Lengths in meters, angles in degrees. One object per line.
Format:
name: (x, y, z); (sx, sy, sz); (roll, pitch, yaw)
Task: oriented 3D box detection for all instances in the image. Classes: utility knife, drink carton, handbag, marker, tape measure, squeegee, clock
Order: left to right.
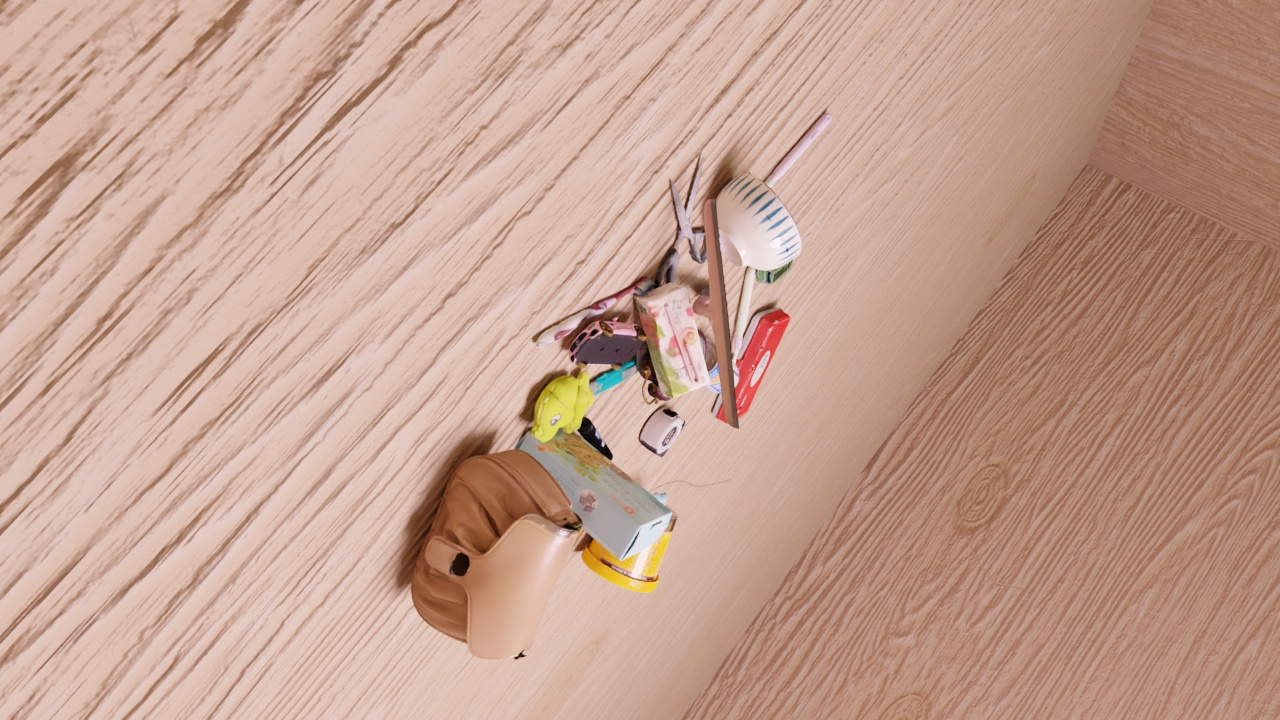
handbag: (-0.151, 0.198, 0.928); (0.099, 0.148, 0.205); (-9, 125, -62)
marker: (-0.057, 0.102, 1.149); (0.022, 0.020, 0.132); (-24, 155, 0)
utility knife: (-0.007, 0.007, 1.127); (0.186, 0.013, 0.029); (-30, 145, -46)
tape measure: (0.030, 0.100, 1.296); (0.065, 0.033, 0.066); (-56, 159, -4)
clock: (0.033, 0.001, 1.117); (0.121, 0.055, 0.082); (-54, 145, -27)
drink carton: (0.038, -0.022, 1.046); (0.053, 0.045, 0.122); (-21, 109, -18)
squeegee: (0.081, -0.066, 1.088); (0.249, 0.040, 0.248); (-71, 154, -79)

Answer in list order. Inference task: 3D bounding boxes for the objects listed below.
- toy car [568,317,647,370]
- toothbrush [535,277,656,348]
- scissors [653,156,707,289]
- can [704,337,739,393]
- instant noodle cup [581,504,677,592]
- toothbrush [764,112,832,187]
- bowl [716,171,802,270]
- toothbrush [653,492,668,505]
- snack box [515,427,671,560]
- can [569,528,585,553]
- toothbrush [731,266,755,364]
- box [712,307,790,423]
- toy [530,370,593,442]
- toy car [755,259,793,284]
toy car: (-0.037, -0.020, 1.000); (0.056, 0.037, 0.122); (-51, 157, 19)
toothbrush: (-0.044, -0.051, 0.972); (0.187, 0.017, 0.016); (-33, 146, -43)
scissors: (0.052, -0.146, 1.038); (0.159, 0.014, 0.178); (-7, 127, -61)
can: (0.101, 0.010, 1.288); (0.053, 0.053, 0.134); (-56, 157, -1)
instant noodle cup: (-0.010, 0.258, 1.332); (0.118, 0.118, 0.114); (11, 104, -65)
toothbrush: (0.186, -0.250, 1.157); (0.188, 0.029, 0.021); (-50, -164, -18)
bowl: (0.124, -0.150, 1.055); (0.066, 0.116, 0.116); (-37, 154, -8)
toothbrush: (-0.055, 0.157, 1.090); (0.224, 0.026, 0.027); (15, 109, -37)
snack box: (-0.055, 0.140, 1.007); (0.052, 0.175, 0.074); (-60, 157, 17)
can: (-0.090, 0.181, 1.149); (0.074, 0.049, 0.148); (-3, 123, -62)
toothbrush: (0.144, -0.060, 1.327); (0.190, 0.020, 0.029); (97, 5, -46)
box: (0.173, 0.006, 1.452); (0.086, 0.047, 0.202); (-24, 141, -52)
toy: (-0.085, 0.048, 1.003); (0.096, 0.031, 0.100); (-65, 156, -14)
toy car: (0.196, -0.145, 1.296); (0.091, 0.036, 0.043); (-49, 155, -24)
